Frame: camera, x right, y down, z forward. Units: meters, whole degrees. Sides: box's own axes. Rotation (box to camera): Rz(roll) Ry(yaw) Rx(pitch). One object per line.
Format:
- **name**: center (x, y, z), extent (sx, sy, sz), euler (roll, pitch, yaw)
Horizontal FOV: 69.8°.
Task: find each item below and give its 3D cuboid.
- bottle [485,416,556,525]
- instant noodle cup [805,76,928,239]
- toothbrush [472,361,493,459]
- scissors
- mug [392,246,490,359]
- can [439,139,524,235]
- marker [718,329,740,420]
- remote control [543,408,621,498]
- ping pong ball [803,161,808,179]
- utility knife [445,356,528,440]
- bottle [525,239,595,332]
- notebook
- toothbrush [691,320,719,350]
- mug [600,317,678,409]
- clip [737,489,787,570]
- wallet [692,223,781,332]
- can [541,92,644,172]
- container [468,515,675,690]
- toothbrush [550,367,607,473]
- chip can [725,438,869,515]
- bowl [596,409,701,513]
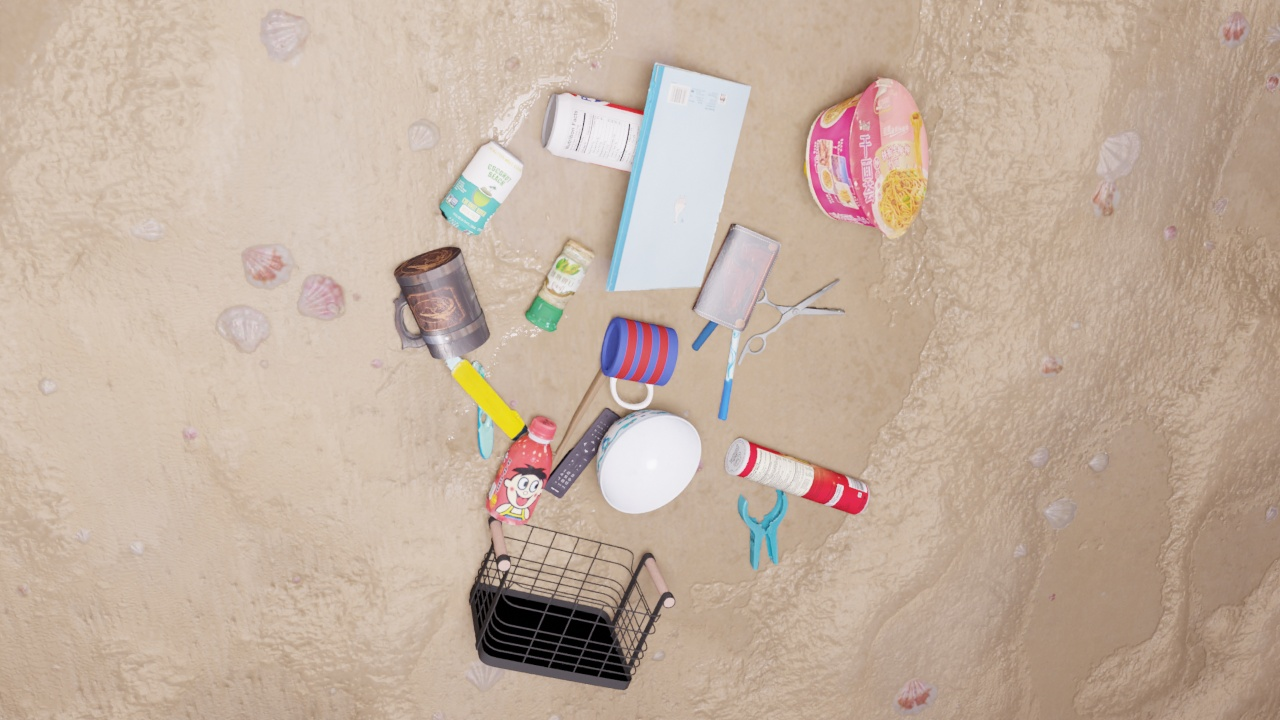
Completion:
- **bottle**: center (-0.146, 0.138, 1.171), extent (0.062, 0.062, 0.138), euler (18, 105, -21)
- **instant noodle cup**: center (0.267, -0.239, 1.097), extent (0.178, 0.078, 0.178), euler (-4, 95, -45)
- **toothbrush**: center (-0.198, 0.065, 1.152), extent (0.022, 0.017, 0.135), euler (-20, 117, -37)
- **scissors**: center (0.194, -0.052, 1.217), extent (0.141, 0.014, 0.162), euler (21, 104, -18)
- **mug**: center (-0.243, -0.063, 1.066), extent (0.116, 0.079, 0.107), euler (-8, 117, 18)
- **can**: center (-0.179, -0.194, 1.036), extent (0.055, 0.055, 0.102), euler (34, 99, -24)
- **marker**: center (0.119, 0.013, 1.222), extent (0.013, 0.013, 0.142), euler (1, 110, -16)
- **remote control**: center (-0.077, 0.121, 1.208), extent (0.032, 0.015, 0.136), euler (36, 95, -24)
- **ping pong ball**: center (0.223, -0.239, 1.137), extent (0.040, 0.040, 0.040), euler (-5, 112, -14)
- **utility knife**: center (-0.189, 0.044, 1.129), extent (0.030, 0.017, 0.165), euler (-53, 135, -20)
- **bottle**: center (-0.096, -0.090, 1.107), extent (0.043, 0.043, 0.111), euler (26, 101, -23)
- **notebook**: center (0.046, -0.204, 1.067), extent (0.180, 0.009, 0.254), euler (-8, 117, -50)
- **toothbrush**: center (0.120, -0.080, 1.185), extent (0.014, 0.014, 0.168), euler (36, 99, -13)
- **mug**: center (-0.007, 0.007, 1.149), extent (0.076, 0.075, 0.112), euler (11, 104, -19)
- **clip**: center (0.194, 0.232, 1.322), extent (0.121, 0.031, 0.130), euler (-31, 115, -7)
- **wallet**: center (0.122, -0.104, 1.162), extent (0.072, 0.019, 0.123), euler (22, 100, -6)
- **can**: center (-0.040, -0.257, 1.042), extent (0.132, 0.070, 0.070), euler (9, 108, -18)
- **container**: center (-0.098, 0.309, 1.194), extent (0.241, 0.162, 0.130), euler (18, 105, -21)
- **toothbrush**: center (-0.085, 0.077, 1.189), extent (0.016, 0.016, 0.167), euler (26, 103, -23)
- **chip can**: center (0.223, 0.165, 1.287), extent (0.214, 0.052, 0.052), euler (20, 104, -22)
- **bowl**: center (-0.002, 0.117, 1.187), extent (0.143, 0.074, 0.144), euler (-14, 123, -23)
